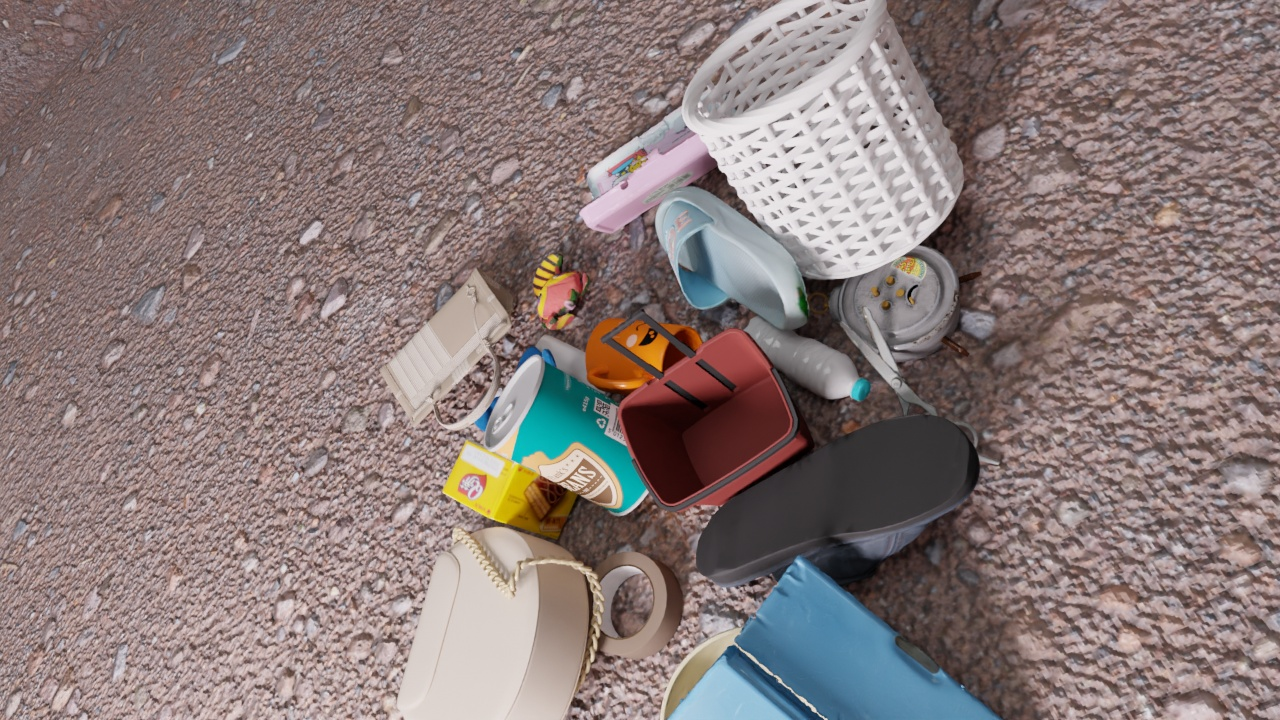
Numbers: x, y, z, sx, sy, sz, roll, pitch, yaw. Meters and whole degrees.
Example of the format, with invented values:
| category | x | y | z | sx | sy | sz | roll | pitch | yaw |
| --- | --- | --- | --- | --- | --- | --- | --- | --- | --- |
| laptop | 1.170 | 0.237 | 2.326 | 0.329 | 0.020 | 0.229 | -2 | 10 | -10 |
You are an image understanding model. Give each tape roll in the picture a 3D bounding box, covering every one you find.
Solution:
| category | x | y | z | sx | sy | sz | roll | pitch | yaw |
| --- | --- | --- | --- | --- | --- | --- | --- | --- | --- |
| tape roll | -0.009 | 0.227 | 0.852 | 0.094 | 0.030 | 0.093 | -16 | 59 | 28 |

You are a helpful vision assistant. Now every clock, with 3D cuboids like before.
| category | x | y | z | sx | sy | sz | roll | pitch | yaw |
| --- | --- | --- | --- | --- | --- | --- | --- | --- | --- |
| clock | 0.220 | -0.051 | 0.820 | 0.148 | 0.056 | 0.103 | 3 | 69 | 33 |

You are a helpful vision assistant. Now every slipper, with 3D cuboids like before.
| category | x | y | z | sx | sy | sz | roll | pitch | yaw |
| --- | --- | --- | --- | --- | --- | --- | --- | --- | --- |
| slipper | 0.167 | 0.132 | 0.752 | 0.266 | 0.083 | 0.108 | -32 | 28 | 37 |
| slipper | 0.072 | -0.094 | 0.885 | 0.074 | 0.104 | 0.245 | -30 | 37 | -13 |

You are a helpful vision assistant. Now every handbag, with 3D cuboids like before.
| category | x | y | z | sx | sy | sz | roll | pitch | yaw |
| --- | --- | --- | --- | --- | --- | --- | --- | --- | --- |
| handbag | -0.145 | 0.265 | 0.866 | 0.209 | 0.103 | 0.210 | -10 | 60 | 47 |
| handbag | -0.207 | 0.010 | 1.054 | 0.176 | 0.062 | 0.198 | -45 | 36 | 7 |

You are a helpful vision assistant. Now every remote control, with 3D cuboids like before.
| category | x | y | z | sx | sy | sz | roll | pitch | yaw |
| --- | --- | --- | --- | --- | --- | --- | --- | --- | --- |
| remote control | -0.073 | 0.004 | 1.023 | 0.131 | 0.012 | 0.033 | 25 | 82 | 41 |

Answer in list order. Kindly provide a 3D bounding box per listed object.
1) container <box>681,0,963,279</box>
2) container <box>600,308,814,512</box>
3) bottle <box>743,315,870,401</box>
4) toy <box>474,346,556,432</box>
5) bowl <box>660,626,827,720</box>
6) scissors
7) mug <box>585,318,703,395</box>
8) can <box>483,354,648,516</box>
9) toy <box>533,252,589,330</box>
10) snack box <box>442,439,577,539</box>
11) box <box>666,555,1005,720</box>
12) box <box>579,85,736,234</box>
| category | x | y | z | sx | sy | sz | roll | pitch | yaw |
| --- | --- | --- | --- | --- | --- | --- | --- | --- | --- |
| container | 0.164 | -0.201 | 0.818 | 0.190 | 0.187 | 0.189 | -27 | 35 | 21 |
| container | 0.054 | 0.047 | 0.780 | 0.148 | 0.200 | 0.127 | -34 | 62 | 15 |
| bottle | 0.152 | 0.001 | 0.848 | 0.136 | 0.044 | 0.044 | 31 | 86 | 41 |
| toy | -0.105 | 0.053 | 0.982 | 0.176 | 0.071 | 0.112 | 31 | 82 | 38 |
| bowl | 0.094 | 0.276 | 0.712 | 0.151 | 0.075 | 0.150 | -1 | 85 | 8 |
| scissors | 0.231 | 0.025 | 0.766 | 0.131 | 0.014 | 0.153 | -2 | 94 | 31 |
| mug | -0.005 | 0.005 | 0.916 | 0.096 | 0.112 | 0.078 | 8 | 115 | 37 |
| can | -0.061 | 0.072 | 0.873 | 0.099 | 0.144 | 0.099 | -48 | 23 | 28 |
| toy | -0.096 | -0.078 | 1.060 | 0.084 | 0.046 | 0.103 | -59 | 35 | 24 |
| snack box | -0.130 | 0.132 | 0.936 | 0.084 | 0.105 | 0.061 | 17 | 80 | 40 |
| box | 0.149 | 0.274 | 0.639 | 0.232 | 0.060 | 0.175 | 37 | 90 | 11 |
| box | 0.016 | -0.235 | 1.043 | 0.202 | 0.111 | 0.101 | -30 | 78 | 20 |
